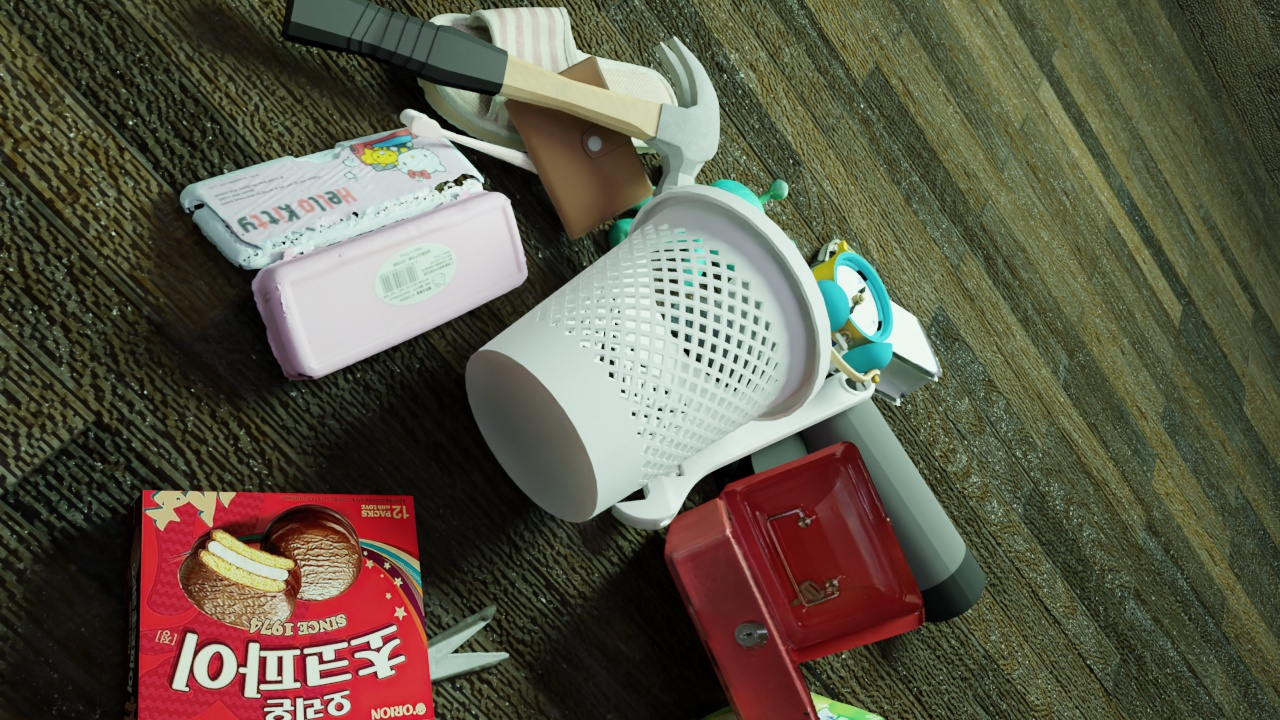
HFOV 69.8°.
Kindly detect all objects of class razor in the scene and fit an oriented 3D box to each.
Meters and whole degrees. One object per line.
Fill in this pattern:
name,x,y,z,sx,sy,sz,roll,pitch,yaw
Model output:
razor,0.079,-0.010,0.767,0.047,0.143,0.052,-1,116,-41

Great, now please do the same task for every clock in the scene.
clock,0.100,0.081,0.800,0.120,0.043,0.091,47,51,-19
clock,0.180,-0.041,0.786,0.099,0.044,0.129,43,45,-21

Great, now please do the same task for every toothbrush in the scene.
toothbrush,-0.107,-0.160,0.703,0.018,0.016,0.181,44,22,32

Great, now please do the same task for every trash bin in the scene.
trash bin,-0.004,0.004,0.654,0.199,0.196,0.195,-34,99,-32

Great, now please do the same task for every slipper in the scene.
slipper,-0.061,-0.232,0.763,0.262,0.052,0.115,-2,78,-41

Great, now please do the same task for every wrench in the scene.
wrench,0.090,0.063,0.754,0.272,0.018,0.066,-22,57,-26

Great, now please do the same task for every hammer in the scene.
hammer,-0.088,-0.206,0.676,0.327,0.039,0.131,11,90,-26

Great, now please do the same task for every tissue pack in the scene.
tissue pack,0.085,0.339,0.661,0.197,0.120,0.141,-2,92,-35

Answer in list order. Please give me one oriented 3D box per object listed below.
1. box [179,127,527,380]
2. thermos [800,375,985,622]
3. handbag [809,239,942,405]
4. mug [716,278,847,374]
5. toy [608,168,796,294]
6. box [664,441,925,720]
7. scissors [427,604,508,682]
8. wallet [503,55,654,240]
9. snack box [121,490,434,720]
box,-0.174,-0.084,0.609,0.200,0.067,0.153,-32,97,-43
thermos,0.230,0.131,0.868,0.240,0.082,0.082,55,49,-13
handbag,0.216,-0.049,0.941,0.151,0.074,0.175,23,42,-35
mug,0.130,-0.016,0.826,0.090,0.091,0.121,4,74,-40
toy,0.056,-0.126,0.820,0.193,0.073,0.130,-1,76,-31
box,0.107,0.172,0.683,0.156,0.157,0.170,64,23,-2
scissors,-0.170,0.200,0.548,0.179,0.015,0.184,38,53,-25
wallet,-0.045,-0.168,0.730,0.087,0.013,0.121,-33,112,-19
snack box,-0.199,0.143,0.511,0.151,0.036,0.132,8,60,-39
